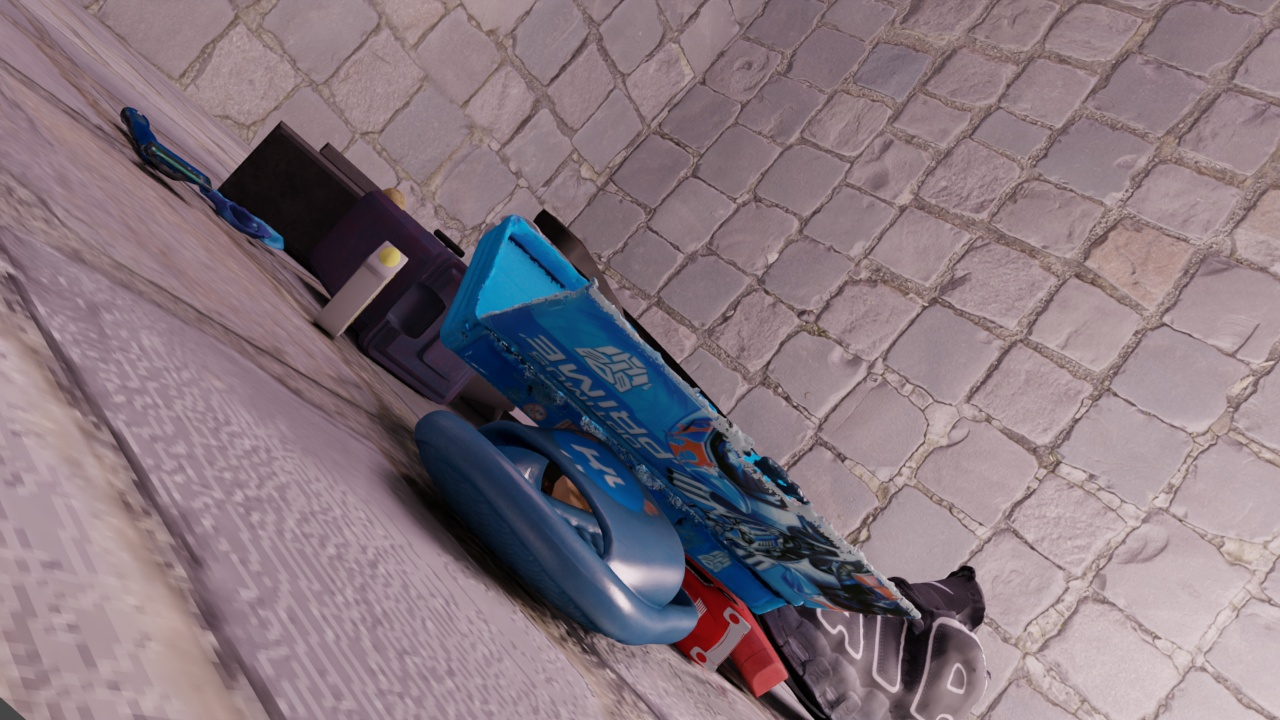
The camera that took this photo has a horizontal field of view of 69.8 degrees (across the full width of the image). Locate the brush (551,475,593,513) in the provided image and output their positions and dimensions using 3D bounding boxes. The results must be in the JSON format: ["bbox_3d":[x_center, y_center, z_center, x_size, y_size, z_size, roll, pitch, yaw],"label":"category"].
[{"bbox_3d":[-0.027,0.096,0.573,0.049,0.039,0.117,43,0,-7],"label":"brush"}]

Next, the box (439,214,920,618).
[{"bbox_3d":[0.011,0.046,0.451,0.243,0.075,0.167,44,0,-25],"label":"box"}]

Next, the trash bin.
[{"bbox_3d":[-0.160,-0.046,0.643,0.161,0.093,0.092,40,-3,47],"label":"trash bin"}]

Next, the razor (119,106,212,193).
[{"bbox_3d":[-0.314,-0.138,0.591,0.141,0.018,0.044,36,-3,44],"label":"razor"}]

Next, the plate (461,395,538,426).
[{"bbox_3d":[-0.145,0.035,0.858,0.173,0.019,0.173,41,-4,3],"label":"plate"}]

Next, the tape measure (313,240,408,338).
[{"bbox_3d":[-0.164,-0.043,0.543,0.017,0.064,0.065,42,0,-14],"label":"tape measure"}]

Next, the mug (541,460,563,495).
[{"bbox_3d":[-0.030,0.074,0.670,0.085,0.081,0.111,40,-5,14],"label":"mug"}]

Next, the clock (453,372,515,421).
[{"bbox_3d":[-0.106,-0.026,0.717,0.061,0.119,0.160,20,-45,-5],"label":"clock"}]

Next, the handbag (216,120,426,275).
[{"bbox_3d":[-0.255,-0.117,0.850,0.197,0.102,0.199,42,-4,-12],"label":"handbag"}]

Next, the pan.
[{"bbox_3d":[-0.004,0.004,0.695,0.248,0.043,0.356,46,-4,34],"label":"pan"}]

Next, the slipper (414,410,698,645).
[{"bbox_3d":[-0.017,0.074,0.392,0.104,0.059,0.214,41,-5,31],"label":"slipper"}]

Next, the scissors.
[{"bbox_3d":[-0.306,-0.123,0.638,0.134,0.016,0.073,40,-2,-7],"label":"scissors"}]

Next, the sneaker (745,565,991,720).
[{"bbox_3d":[0.162,0.175,0.623,0.252,0.150,0.097,53,-11,-19],"label":"sneaker"}]

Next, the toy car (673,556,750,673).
[{"bbox_3d":[0.015,0.125,0.499,0.089,0.038,0.025,41,-2,8],"label":"toy car"}]

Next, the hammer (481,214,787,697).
[{"bbox_3d":[-0.003,0.061,0.567,0.315,0.036,0.126,59,-6,7],"label":"hammer"}]
